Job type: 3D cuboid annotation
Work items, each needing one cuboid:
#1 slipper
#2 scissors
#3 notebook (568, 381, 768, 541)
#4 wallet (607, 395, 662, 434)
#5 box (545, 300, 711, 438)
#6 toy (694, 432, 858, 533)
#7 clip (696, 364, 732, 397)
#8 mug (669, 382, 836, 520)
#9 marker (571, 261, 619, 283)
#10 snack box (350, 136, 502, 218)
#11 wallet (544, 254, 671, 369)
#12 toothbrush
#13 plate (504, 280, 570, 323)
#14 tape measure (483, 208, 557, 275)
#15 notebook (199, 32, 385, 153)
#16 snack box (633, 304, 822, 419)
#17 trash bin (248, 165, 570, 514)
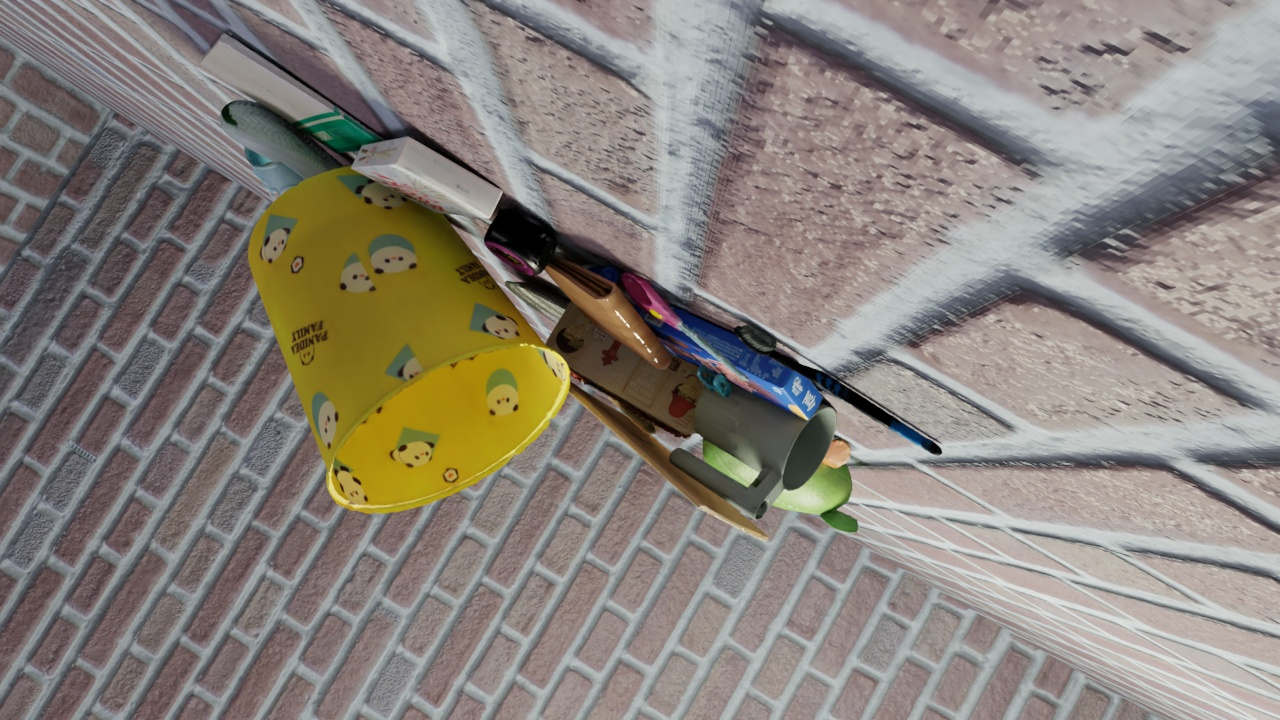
[{"bbox_3d":[-0.353,-0.185,0.982,0.104,0.074,0.245,52,-175,39],"label":"slipper"},{"bbox_3d":[0.035,-0.026,0.727,0.133,0.017,0.057,41,167,19],"label":"scissors"},{"bbox_3d":[0.020,0.092,0.867,0.208,0.008,0.147,39,-178,37],"label":"notebook"},{"bbox_3d":[0.031,0.034,0.977,0.087,0.115,0.024,31,133,41],"label":"wallet"},{"bbox_3d":[-0.005,0.005,0.902,0.168,0.091,0.077,30,169,4],"label":"box"},{"bbox_3d":[0.145,0.109,1.036,0.246,0.089,0.227,32,158,-24],"label":"toy"},{"bbox_3d":[0.064,0.019,0.786,0.043,0.014,0.056,29,175,24],"label":"clip"},{"bbox_3d":[0.099,0.071,0.822,0.103,0.123,0.084,30,154,33],"label":"mug"},{"bbox_3d":[-0.055,-0.079,0.812,0.017,0.017,0.146,33,174,-25],"label":"marker"},{"bbox_3d":[-0.178,-0.149,0.751,0.084,0.027,0.157,27,176,-30],"label":"snack box"},{"bbox_3d":[-0.033,-0.044,0.779,0.115,0.020,0.101,33,167,45],"label":"wallet"},{"bbox_3d":[0.150,0.023,0.680,0.189,0.014,0.016,31,151,-10],"label":"toothbrush"},{"bbox_3d":[-0.087,-0.057,1.145,0.179,0.024,0.179,31,173,4],"label":"plate"},{"bbox_3d":[-0.097,-0.099,0.749,0.057,0.039,0.058,31,170,-10],"label":"tape measure"},{"bbox_3d":[-0.316,-0.234,0.826,0.150,0.012,0.209,32,174,-31],"label":"notebook"},{"bbox_3d":[0.072,-0.004,0.774,0.157,0.026,0.084,27,173,31],"label":"snack box"},{"bbox_3d":[-0.225,-0.029,0.849,0.255,0.230,0.229,55,-175,24],"label":"trash bin"}]
